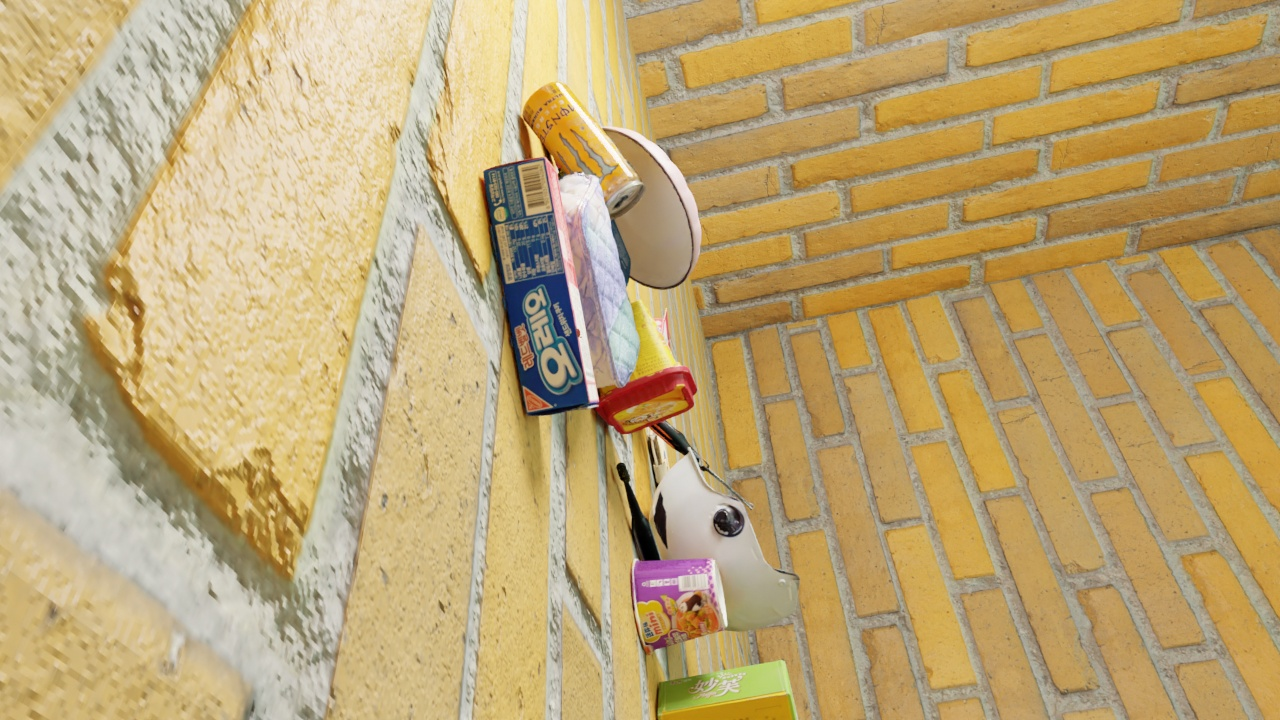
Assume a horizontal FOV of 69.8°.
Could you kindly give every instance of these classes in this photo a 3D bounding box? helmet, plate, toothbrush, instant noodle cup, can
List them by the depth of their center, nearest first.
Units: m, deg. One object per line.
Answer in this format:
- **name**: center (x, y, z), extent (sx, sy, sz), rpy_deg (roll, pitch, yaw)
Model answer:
- **can**: center (-0.059, -0.216, 0.943), extent (0.146, 0.058, 0.058), rpy_deg (53, 2, 12)
- **plate**: center (0.000, -0.170, 1.008), extent (0.192, 0.039, 0.193), rpy_deg (36, -34, 29)
- **instant noodle cup**: center (-0.006, 0.006, 1.080), extent (0.116, 0.116, 0.123), rpy_deg (59, 9, -68)
- **instant noodle cup**: center (0.048, 0.284, 1.086), extent (0.111, 0.099, 0.111), rpy_deg (-9, 89, -84)
- **toothbrush**: center (0.002, 0.209, 1.130), extent (0.027, 0.026, 0.213), rpy_deg (-128, -161, -56)
- **helmet**: center (0.093, 0.261, 1.250), extent (0.258, 0.146, 0.229), rpy_deg (52, -3, 7)

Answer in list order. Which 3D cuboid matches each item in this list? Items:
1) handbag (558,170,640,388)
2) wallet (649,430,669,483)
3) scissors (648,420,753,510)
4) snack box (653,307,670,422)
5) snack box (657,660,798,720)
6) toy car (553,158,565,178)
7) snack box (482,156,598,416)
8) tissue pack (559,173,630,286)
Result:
- **handbag**: center (-0.057, -0.073, 0.891), extent (0.134, 0.076, 0.194), rpy_deg (-72, 153, -61)
- **wallet**: center (0.034, 0.170, 1.464), extent (0.087, 0.024, 0.115), rpy_deg (-31, 111, -81)
- **scissors**: center (0.082, 0.144, 1.372), extent (0.234, 0.021, 0.162), rpy_deg (44, -9, -6)
- **snack box**: center (0.015, 0.006, 1.320), extent (0.126, 0.044, 0.113), rpy_deg (-81, 168, -45)
- **snack box**: center (0.117, 0.475, 1.093), extent (0.070, 0.158, 0.210), rpy_deg (-80, 157, -75)
- **toy car**: center (-0.090, -0.245, 1.063), extent (0.049, 0.031, 0.106), rpy_deg (-84, 158, -64)
- **snack box**: center (-0.081, -0.058, 0.757), extent (0.058, 0.057, 0.207), rpy_deg (20, 59, -85)
- **tissue pack**: center (-0.058, -0.127, 0.995), extent (0.094, 0.052, 0.157), rpy_deg (-67, 138, -59)
